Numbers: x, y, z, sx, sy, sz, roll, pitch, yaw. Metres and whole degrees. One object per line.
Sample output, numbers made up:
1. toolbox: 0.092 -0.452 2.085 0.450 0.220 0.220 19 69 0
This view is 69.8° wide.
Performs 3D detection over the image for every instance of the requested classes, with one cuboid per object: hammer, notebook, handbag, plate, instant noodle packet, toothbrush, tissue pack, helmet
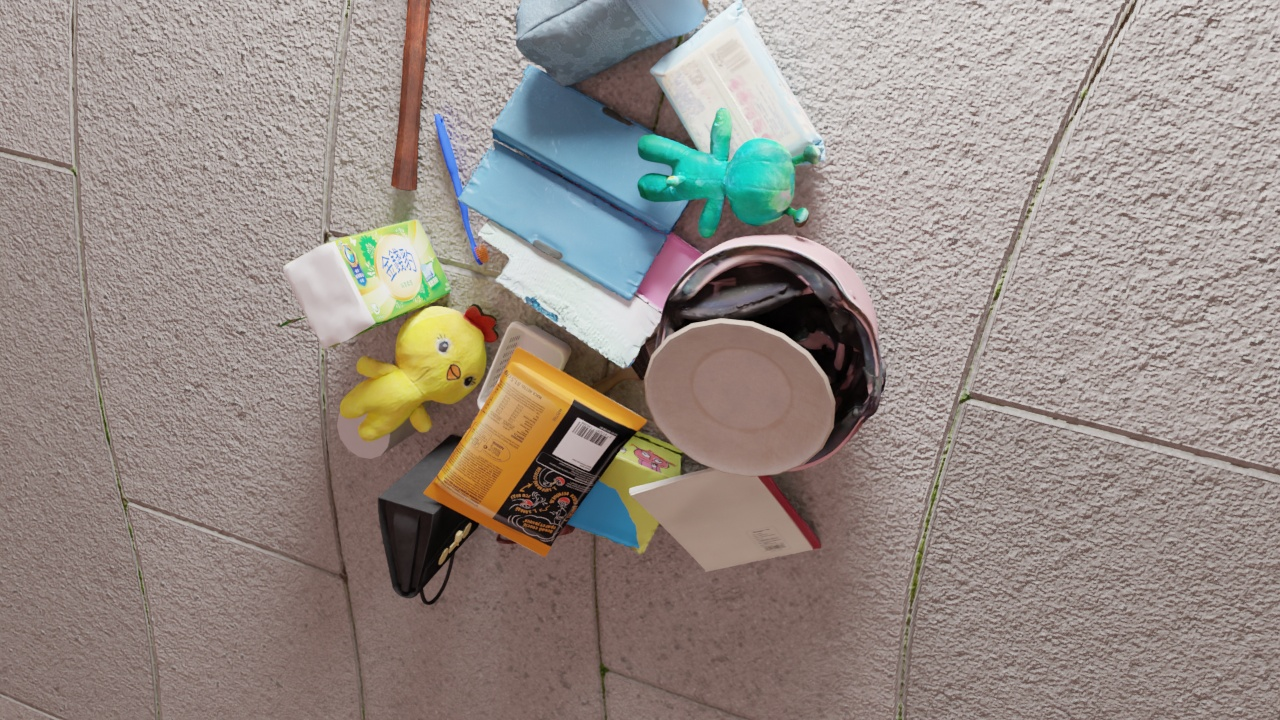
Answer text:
1. hammer: -0.261 -0.346 1.056 0.111 0.028 0.301 15 111 12
2. notebook: 0.101 0.182 1.047 0.153 0.012 0.209 -17 137 21
3. handbag: -0.034 -0.368 0.933 0.192 0.121 0.118 -18 68 28
4. plate: 0.098 0.034 0.905 0.189 0.027 0.189 10 127 14
5. instant noodle packet: -0.121 0.108 1.018 0.160 0.032 0.221 30 113 -12
6. handbag: -0.143 0.217 1.198 0.120 0.029 0.055 -26 95 29
7. toothbrush: -0.213 -0.202 1.091 0.018 0.016 0.182 -11 103 15
8. tissue pack: 0.101 -0.258 0.943 0.112 0.069 0.182 -29 98 24
9. helmet: 0.137 -0.017 0.960 0.230 0.152 0.255 -7 115 21
10. tissue pack: -0.337 -0.082 1.071 0.142 0.197 0.120 -21 93 20
11. handbag: -0.255 0.223 1.155 0.072 0.175 0.196 14 114 13

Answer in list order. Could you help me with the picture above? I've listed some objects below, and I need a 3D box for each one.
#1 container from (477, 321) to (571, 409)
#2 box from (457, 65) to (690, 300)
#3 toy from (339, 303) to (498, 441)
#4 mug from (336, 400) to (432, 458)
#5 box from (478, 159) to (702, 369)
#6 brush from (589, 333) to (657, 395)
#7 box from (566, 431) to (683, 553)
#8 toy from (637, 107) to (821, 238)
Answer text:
1. container: -0.137 0.017 1.117 0.081 0.049 0.129 29 113 7
2. box: -0.065 -0.194 0.998 0.231 0.033 0.174 29 87 6
3. toy: -0.265 0.011 1.105 0.092 0.207 0.134 25 153 40
4. mug: -0.317 0.070 1.171 0.105 0.089 0.073 -19 100 22
5. box: -0.061 -0.112 1.020 0.230 0.035 0.159 35 82 6
6. brush: -0.006 0.006 1.091 0.151 0.012 0.039 -32 95 24
7. box: -0.073 0.128 1.086 0.221 0.080 0.125 21 114 -5
8. toy: 0.082 -0.179 0.905 0.193 0.072 0.131 11 114 22
